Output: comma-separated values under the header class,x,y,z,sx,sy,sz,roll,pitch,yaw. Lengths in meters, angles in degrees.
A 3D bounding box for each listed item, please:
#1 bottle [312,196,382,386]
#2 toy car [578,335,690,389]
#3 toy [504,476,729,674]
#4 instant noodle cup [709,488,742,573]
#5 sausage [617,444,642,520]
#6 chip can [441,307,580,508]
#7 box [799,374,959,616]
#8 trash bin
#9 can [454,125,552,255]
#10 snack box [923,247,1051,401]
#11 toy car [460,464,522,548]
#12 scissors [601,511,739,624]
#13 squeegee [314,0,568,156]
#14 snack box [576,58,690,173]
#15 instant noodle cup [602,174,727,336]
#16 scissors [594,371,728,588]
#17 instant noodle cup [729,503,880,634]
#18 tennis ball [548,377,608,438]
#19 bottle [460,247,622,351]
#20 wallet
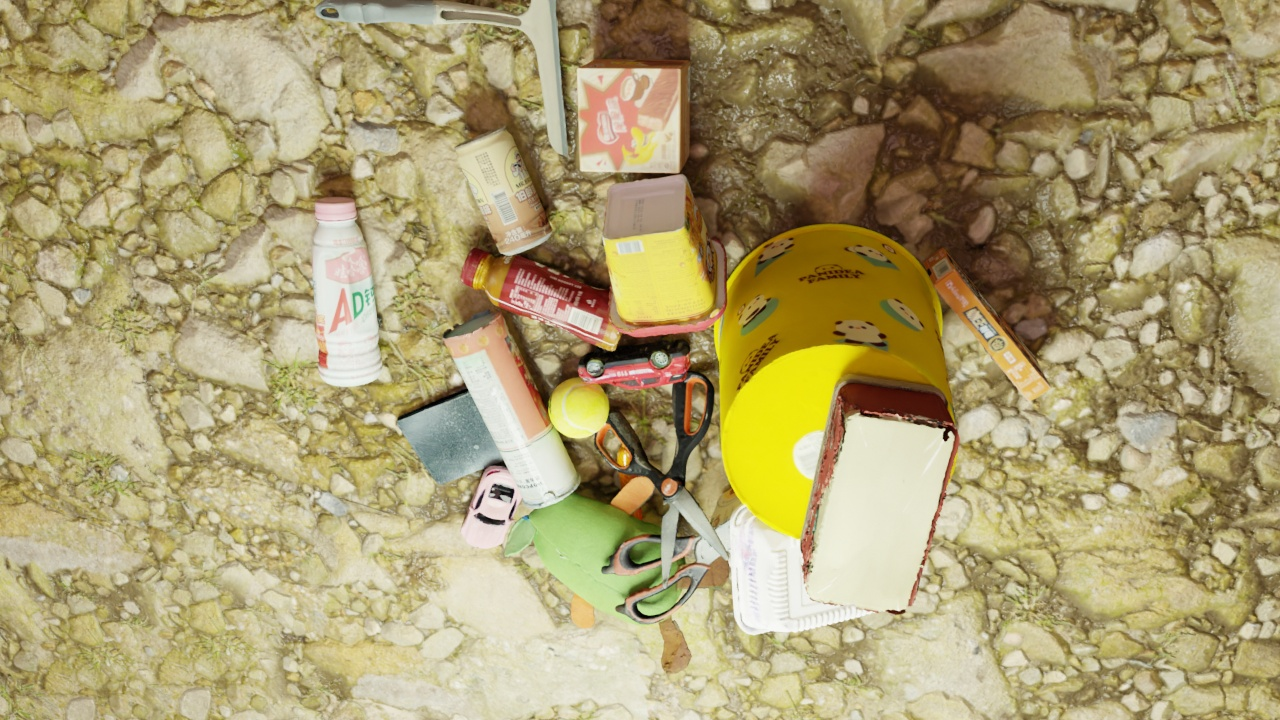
class,x,y,z,sx,sy,sz,roll,pitch,yaw
bottle,-0.316,-0.073,0.978,0.068,0.068,0.197,4,110,8
toy car,-0.006,0.006,0.964,0.121,0.052,0.045,-5,109,13
toy,-0.026,0.223,1.021,0.247,0.089,0.227,30,112,17
instant noodle cup,0.146,0.170,0.985,0.124,0.116,0.116,-31,106,32
sausage,-0.010,0.165,1.053,0.021,0.021,0.165,-1,113,10
chip can,-0.139,0.053,0.998,0.071,0.071,0.215,-18,109,16
box,0.172,0.105,0.682,0.091,0.079,0.168,9,114,4
trash bin,0.173,0.021,0.830,0.230,0.254,0.230,3,114,7
can,-0.135,-0.167,0.907,0.059,0.058,0.116,-17,109,16
snack box,0.330,-0.035,0.877,0.026,0.075,0.154,-39,103,23
toy car,-0.172,0.174,1.072,0.056,0.037,0.123,19,117,-12
scissors,0.053,0.184,0.934,0.195,0.015,0.206,17,100,17
squeegee,-0.187,-0.322,0.859,0.247,0.039,0.247,9,132,12
snack box,-0.005,-0.227,0.848,0.094,0.076,0.093,3,114,8
instant noodle cup,0.017,-0.100,0.863,0.116,0.116,0.124,-6,141,12
scissors,0.029,0.109,0.948,0.221,0.021,0.224,26,84,39
instant noodle cup,0.177,0.195,0.884,0.173,0.060,0.138,-8,102,-16
tennis ball,-0.066,0.051,0.987,0.065,0.065,0.065,4,114,8
bottle,-0.098,-0.067,0.945,0.175,0.057,0.058,22,115,0
wallet,-0.210,0.088,1.056,0.121,0.019,0.097,-22,109,20
